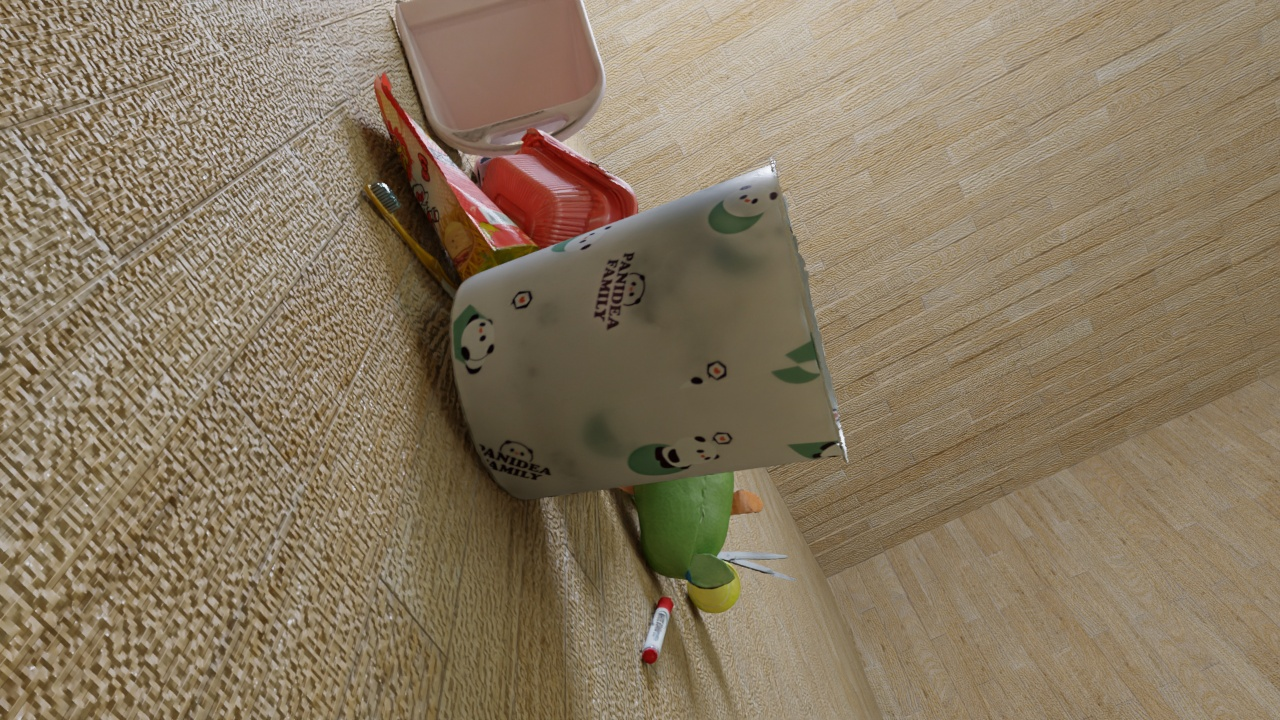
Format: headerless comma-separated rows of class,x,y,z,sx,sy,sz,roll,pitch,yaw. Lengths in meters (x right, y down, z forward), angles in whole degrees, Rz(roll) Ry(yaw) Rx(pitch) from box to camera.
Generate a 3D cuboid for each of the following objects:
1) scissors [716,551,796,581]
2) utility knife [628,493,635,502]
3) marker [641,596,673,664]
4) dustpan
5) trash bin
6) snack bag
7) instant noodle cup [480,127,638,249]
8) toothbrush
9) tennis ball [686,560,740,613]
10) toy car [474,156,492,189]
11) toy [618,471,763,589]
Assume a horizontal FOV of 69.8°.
scissors,0.095,0.234,1.094,0.159,0.014,0.174,33,27,32
utility knife,0.015,0.175,1.124,0.031,0.018,0.165,62,5,29
marker,0.017,0.255,0.872,0.017,0.017,0.145,63,8,1
dustpan,-0.152,-0.347,1.043,0.139,0.222,0.273,120,-49,-85
trash bin,0.009,-0.008,0.701,0.229,0.252,0.229,-14,89,-77
snack bag,-0.166,-0.146,0.805,0.208,0.073,0.129,54,-6,21
instant noodle cup,-0.096,-0.118,0.858,0.079,0.165,0.189,-5,32,-42
toothbrush,-0.167,-0.077,0.767,0.191,0.018,0.016,56,12,-43
tennis ball,0.088,0.271,1.103,0.065,0.065,0.065,61,8,-15
toy car,-0.166,-0.210,1.088,0.037,0.056,0.122,59,8,-51
toy,0.047,0.128,1.020,0.226,0.090,0.246,15,65,-22
